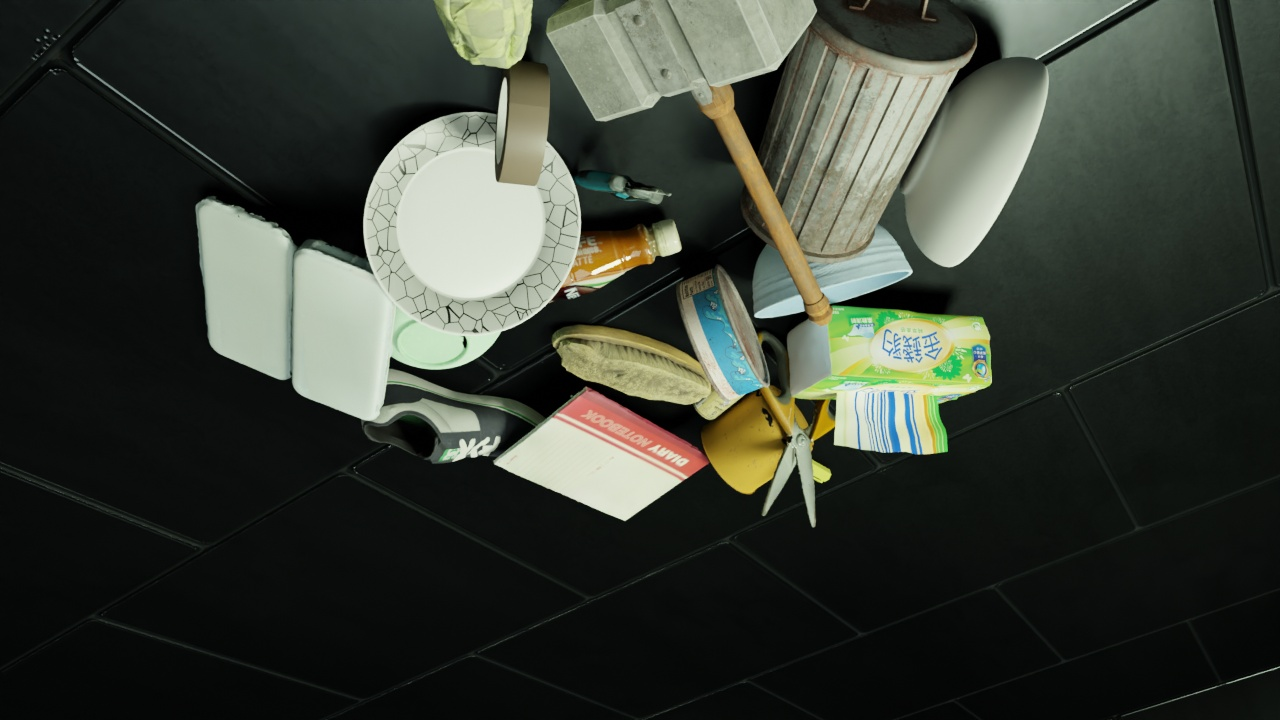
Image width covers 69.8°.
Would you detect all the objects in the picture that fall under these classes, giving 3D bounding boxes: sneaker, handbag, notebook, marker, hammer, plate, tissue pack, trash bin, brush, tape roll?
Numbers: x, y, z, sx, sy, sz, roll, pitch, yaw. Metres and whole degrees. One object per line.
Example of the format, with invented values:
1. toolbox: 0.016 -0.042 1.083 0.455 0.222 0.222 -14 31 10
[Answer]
1. sneaker: -0.197 0.083 1.016 0.235 0.079 0.084 19 131 -30
2. handbag: -0.126 -0.284 0.585 0.117 0.113 0.187 1 140 -1
3. notebook: -0.038 0.113 1.048 0.153 0.012 0.208 -38 132 26
4. marker: 0.204 0.130 1.195 0.123 0.021 0.017 30 170 -35
5. hammer: 0.080 -0.148 0.690 0.163 0.082 0.318 -4 130 40
6. plate: -0.141 -0.114 0.785 0.188 0.016 0.189 -9 110 -25
7. tissue pack: 0.264 0.028 0.975 0.197 0.141 0.120 1 165 -9
8. trash bin: 0.165 -0.196 0.729 0.130 0.130 0.212 1 140 -13
9. brush: -0.006 0.006 0.991 0.195 0.043 0.059 18 132 -27
10. tape roll: -0.093 -0.185 0.716 0.030 0.093 0.094 3 138 -15

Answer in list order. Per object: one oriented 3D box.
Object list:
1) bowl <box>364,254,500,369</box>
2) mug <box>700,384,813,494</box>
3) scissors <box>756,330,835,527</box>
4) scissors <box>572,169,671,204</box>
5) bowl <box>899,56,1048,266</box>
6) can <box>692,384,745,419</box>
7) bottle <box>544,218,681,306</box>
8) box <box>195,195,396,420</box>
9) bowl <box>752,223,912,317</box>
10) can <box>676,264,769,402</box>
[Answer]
1. bowl: -0.196 -0.043 0.873 0.151 0.076 0.151 -5 140 -5
2. mug: 0.144 0.088 1.085 0.094 0.100 0.123 -39 173 27
3. scissors: 0.171 0.064 1.015 0.216 0.224 0.016 45 153 -19
4. scissors: -0.011 -0.144 0.767 0.126 0.019 0.143 18 -174 15
5. bowl: 0.262 -0.170 0.762 0.066 0.176 0.177 21 136 3
6. can: 0.098 0.031 1.045 0.038 0.038 0.080 24 129 -33
7. bottle: -0.045 -0.094 0.857 0.167 0.059 0.059 -16 139 3
8. box: -0.314 -0.040 0.836 0.189 0.037 0.209 22 137 -5
9. bowl: 0.172 -0.096 0.867 0.150 0.074 0.150 -14 175 -1
10. can: 0.082 -0.027 0.905 0.044 0.129 0.130 -23 138 14
